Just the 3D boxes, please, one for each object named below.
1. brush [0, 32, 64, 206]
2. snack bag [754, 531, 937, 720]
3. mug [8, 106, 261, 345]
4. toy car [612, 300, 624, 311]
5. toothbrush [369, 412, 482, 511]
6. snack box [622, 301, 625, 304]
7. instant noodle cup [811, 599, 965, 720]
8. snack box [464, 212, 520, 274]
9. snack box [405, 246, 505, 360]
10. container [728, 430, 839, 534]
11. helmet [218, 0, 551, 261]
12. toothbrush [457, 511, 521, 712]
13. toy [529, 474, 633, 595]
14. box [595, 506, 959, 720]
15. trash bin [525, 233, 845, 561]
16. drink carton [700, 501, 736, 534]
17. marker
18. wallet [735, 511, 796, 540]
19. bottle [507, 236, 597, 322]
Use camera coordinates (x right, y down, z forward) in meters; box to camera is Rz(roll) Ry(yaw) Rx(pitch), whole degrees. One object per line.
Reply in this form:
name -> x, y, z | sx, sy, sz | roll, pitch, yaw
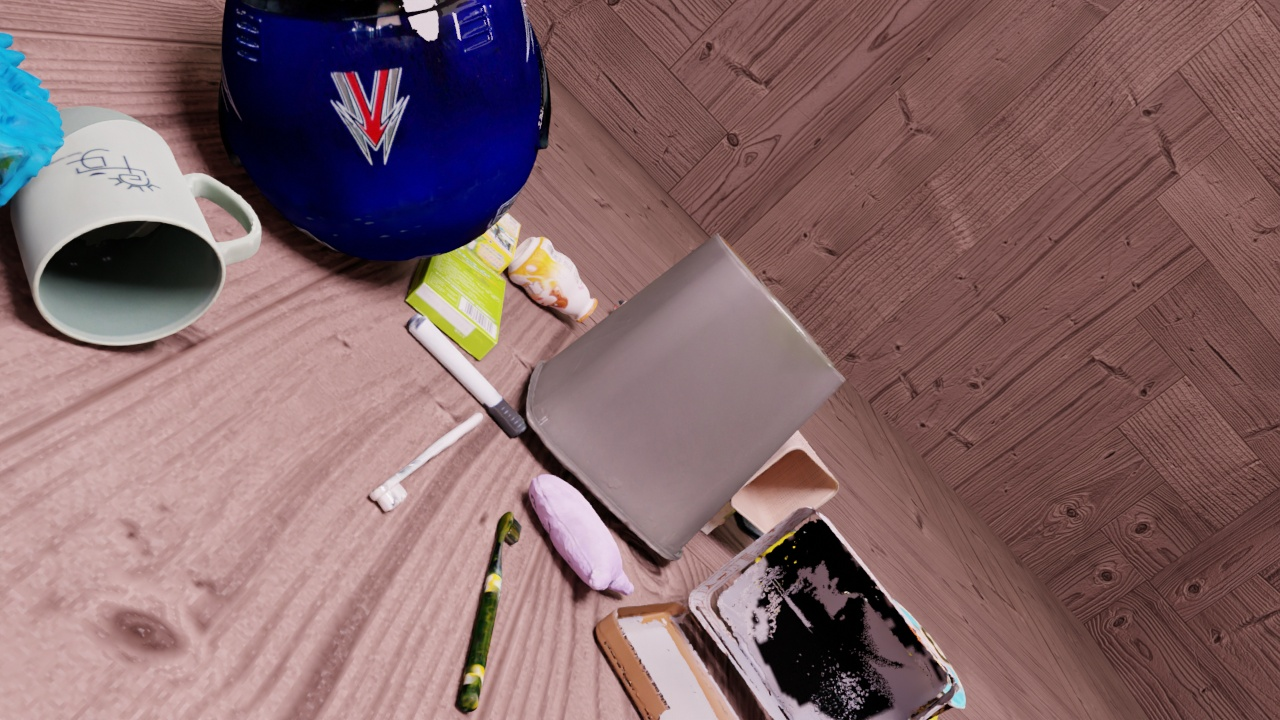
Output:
brush -> -0.290, -0.050, 0.384 | 0.314, 0.109, 0.060 | 47, 4, 33
snack bag -> 0.207, 0.280, 0.931 | 0.246, 0.068, 0.158 | 52, 16, 18
mug -> -0.261, -0.075, 0.479 | 0.111, 0.082, 0.106 | -12, 50, -35
toy car -> -0.003, -0.041, 1.245 | 0.090, 0.035, 0.042 | 53, 17, 21
toothbrush -> -0.139, 0.064, 0.629 | 0.016, 0.016, 0.179 | 54, 15, -5
snack box -> -0.006, 0.006, 0.997 | 0.092, 0.094, 0.077 | 54, 16, 25
instant noodle cup -> 0.196, 0.282, 0.791 | 0.111, 0.121, 0.111 | 41, 16, -15
snack box -> -0.182, -0.154, 1.048 | 0.087, 0.034, 0.140 | 42, 14, -20
snack box -> -0.169, -0.066, 0.861 | 0.086, 0.026, 0.156 | 41, 16, -22
container -> 0.125, 0.099, 0.928 | 0.090, 0.090, 0.110 | 42, 14, -35
helmet -> -0.199, -0.218, 0.741 | 0.315, 0.247, 0.241 | -104, -169, -49
toothbrush -> -0.089, 0.146, 0.560 | 0.017, 0.012, 0.185 | 54, 12, -18
toy -> -0.045, 0.128, 0.680 | 0.108, 0.039, 0.084 | 49, 0, 26
box -> 0.113, 0.212, 0.666 | 0.180, 0.158, 0.217 | 54, 16, 25
trash bin -> 0.044, 0.022, 0.827 | 0.198, 0.220, 0.198 | 46, 10, -14
drink carton -> 0.072, 0.128, 0.977 | 0.045, 0.054, 0.122 | 42, 16, -19
marker -> -0.142, 0.013, 0.750 | 0.130, 0.018, 0.022 | 46, 23, -5
wallet -> 0.152, 0.197, 1.095 | 0.121, 0.019, 0.097 | 39, 18, -23
bottle -> -0.098, -0.090, 1.050 | 0.108, 0.063, 0.063 | 42, 16, -22
